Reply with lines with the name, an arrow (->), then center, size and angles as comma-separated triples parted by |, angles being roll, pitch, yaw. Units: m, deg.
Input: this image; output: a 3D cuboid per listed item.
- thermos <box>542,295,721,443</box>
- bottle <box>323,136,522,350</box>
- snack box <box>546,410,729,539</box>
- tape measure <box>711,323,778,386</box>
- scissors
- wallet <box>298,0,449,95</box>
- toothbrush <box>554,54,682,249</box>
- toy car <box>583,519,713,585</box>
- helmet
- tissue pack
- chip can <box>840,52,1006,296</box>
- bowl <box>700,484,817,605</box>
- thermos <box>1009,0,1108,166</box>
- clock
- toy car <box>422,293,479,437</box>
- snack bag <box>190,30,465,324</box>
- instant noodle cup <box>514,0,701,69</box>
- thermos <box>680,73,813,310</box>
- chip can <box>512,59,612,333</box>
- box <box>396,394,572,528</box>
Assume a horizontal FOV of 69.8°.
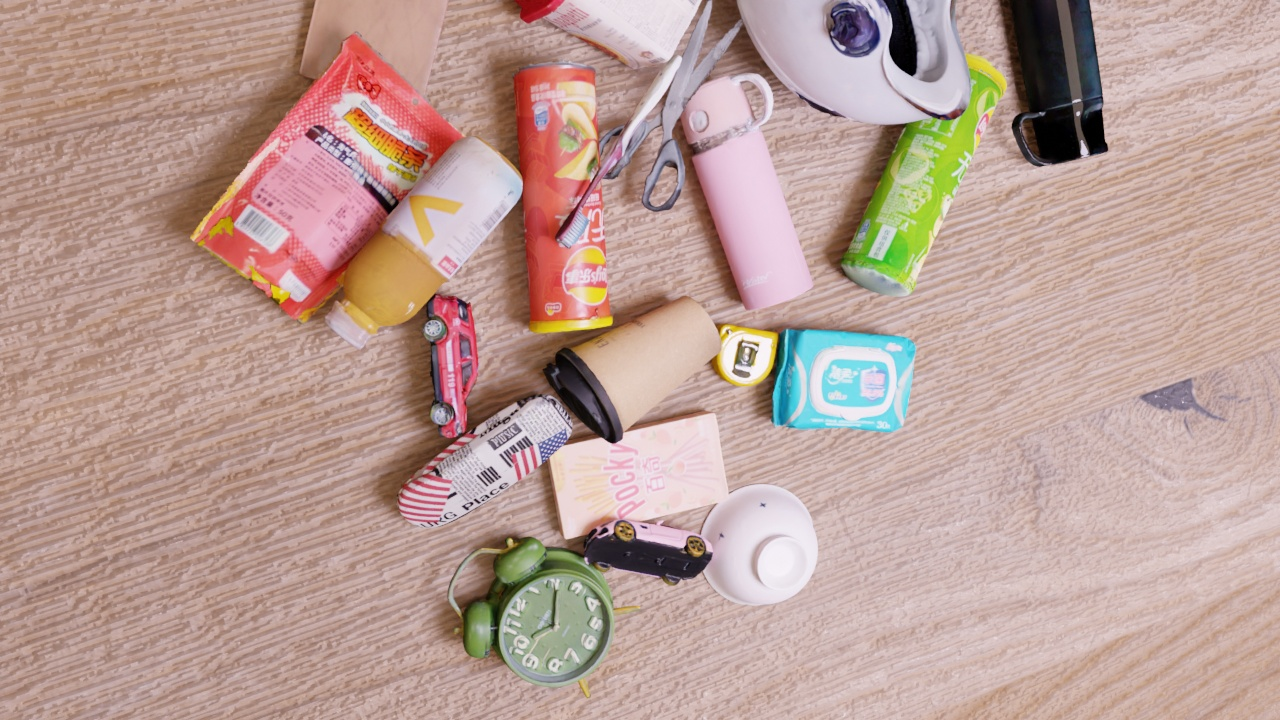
thermos -> -0.005, 0.005, 0.790 | 0.143, 0.093, 0.093 | -33, 102, -16
bottle -> -0.174, -0.091, 0.727 | 0.068, 0.068, 0.189 | 42, 84, -14
snack box -> -0.002, 0.102, 0.828 | 0.157, 0.026, 0.084 | -12, 98, -13
tape measure -> 0.095, -0.005, 0.840 | 0.060, 0.029, 0.057 | 9, 94, -14
scissors -> 0.028, -0.206, 0.771 | 0.165, 0.014, 0.163 | -15, 94, 21
wallet -> -0.214, -0.272, 0.745 | 0.101, 0.020, 0.115 | 15, 95, -16
toothbrush -> -0.014, -0.170, 0.739 | 0.017, 0.016, 0.187 | 37, 79, -29
toy car -> 0.007, 0.168, 0.823 | 0.122, 0.037, 0.056 | 16, 126, -23
helmet -> 0.163, -0.306, 0.755 | 0.228, 0.146, 0.259 | -50, 121, -42
tissue pack -> 0.185, 0.018, 0.853 | 0.133, 0.050, 0.093 | 3, 95, -14
chip can -> 0.257, -0.166, 0.842 | 0.072, 0.072, 0.221 | 26, 89, -15
bowl -> 0.119, 0.178, 0.845 | 0.118, 0.065, 0.118 | -1, 96, -13
thermos -> 0.379, -0.306, 0.859 | 0.090, 0.068, 0.242 | -16, 99, -17
clock -> -0.091, 0.219, 0.802 | 0.161, 0.056, 0.116 | 30, 87, -14
toy car -> -0.157, 0.004, 0.767 | 0.045, 0.053, 0.120 | -2, 98, -9
snack bag -> -0.242, -0.139, 0.727 | 0.128, 0.073, 0.207 | 42, 81, -28
instant noodle cup -> -0.022, -0.306, 0.746 | 0.124, 0.116, 0.116 | 29, 88, -26
thermos -> 0.098, -0.149, 0.800 | 0.067, 0.087, 0.198 | -32, 106, -50
chip can -> -0.064, -0.133, 0.767 | 0.073, 0.073, 0.216 | -4, 96, -14
box -> -0.133, 0.084, 0.775 | 0.164, 0.068, 0.051 | -32, 63, 0
